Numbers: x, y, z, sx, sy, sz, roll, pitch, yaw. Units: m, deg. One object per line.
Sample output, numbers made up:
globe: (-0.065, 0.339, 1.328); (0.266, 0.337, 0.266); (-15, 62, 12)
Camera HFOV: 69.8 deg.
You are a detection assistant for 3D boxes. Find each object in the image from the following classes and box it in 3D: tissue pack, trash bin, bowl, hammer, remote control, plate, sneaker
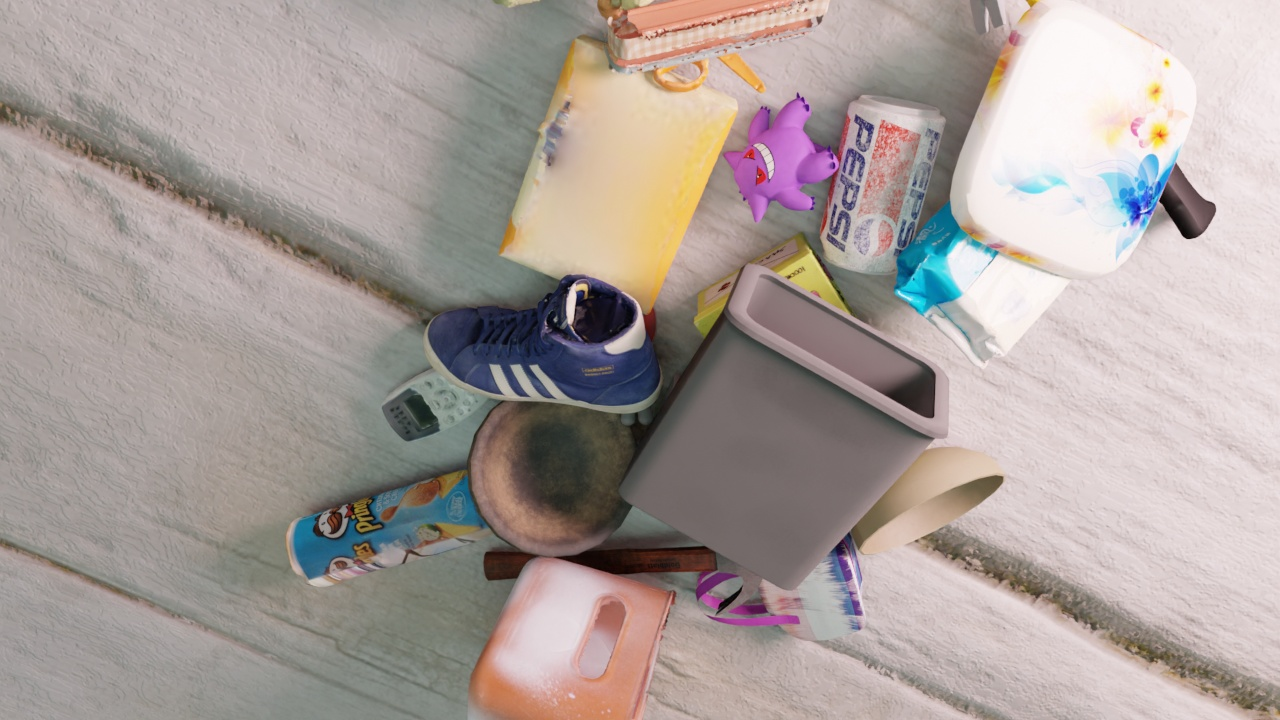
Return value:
tissue pack: (0.302, -0.099, 0.754); (0.117, 0.066, 0.209); (43, 82, -15)
trash bin: (0.112, 0.063, 0.769); (0.192, 0.097, 0.220); (29, 127, -1)
bowl: (0.263, 0.125, 0.868); (0.152, 0.050, 0.152); (-20, 152, -11)
hammer: (-0.021, 0.208, 0.946); (0.301, 0.028, 0.111); (-5, 99, 15)
remote control: (-0.199, 0.038, 0.907); (0.114, 0.028, 0.060); (-24, 109, 14)
bowl: (-0.086, 0.104, 0.874); (0.162, 0.070, 0.162); (2, 82, -17)
trash bin: (-0.074, 0.338, 0.913); (0.157, 0.181, 0.260); (17, 131, 7)
plate: (0.336, -0.162, 0.698); (0.187, 0.016, 0.187); (16, 100, -20)
sneaker: (-0.097, -0.025, 0.797); (0.233, 0.091, 0.118); (15, 153, 13)
hammer: (0.365, -0.220, 0.726); (0.323, 0.029, 0.127); (46, 72, -18)

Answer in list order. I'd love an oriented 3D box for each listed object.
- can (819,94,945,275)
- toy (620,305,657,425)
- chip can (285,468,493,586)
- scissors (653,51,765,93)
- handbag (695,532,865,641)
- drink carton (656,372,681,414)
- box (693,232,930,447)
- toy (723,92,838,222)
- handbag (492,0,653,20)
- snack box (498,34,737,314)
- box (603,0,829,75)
can: (0.200, -0.147, 0.769); (0.078, 0.078, 0.136); (9, 114, 0)
toy: (-0.005, 0.005, 0.862); (0.049, 0.030, 0.111); (-3, 82, 6)
chip can: (-0.245, 0.170, 0.944); (0.230, 0.079, 0.080); (-17, 111, 12)
scissors: (0.055, -0.260, 0.737); (0.125, 0.011, 0.129); (-33, 83, -19)
handbag: (0.141, 0.234, 0.952); (0.170, 0.067, 0.145); (-12, 111, 16)
drink carton: (0.038, 0.084, 0.897); (0.076, 0.048, 0.125); (20, 113, -4)
box: (0.156, 0.009, 0.839); (0.124, 0.082, 0.221); (-29, 107, 16)
toy: (0.118, -0.167, 0.779); (0.088, 0.055, 0.106); (-28, 72, 19)
handbag: (-0.033, -0.319, 0.705); (0.187, 0.113, 0.117); (-21, 124, 16)
snack box: (-0.022, -0.155, 0.782); (0.145, 0.080, 0.196); (22, 113, -5)
box: (0.062, -0.265, 0.707); (0.186, 0.058, 0.060); (-19, 109, -14)
